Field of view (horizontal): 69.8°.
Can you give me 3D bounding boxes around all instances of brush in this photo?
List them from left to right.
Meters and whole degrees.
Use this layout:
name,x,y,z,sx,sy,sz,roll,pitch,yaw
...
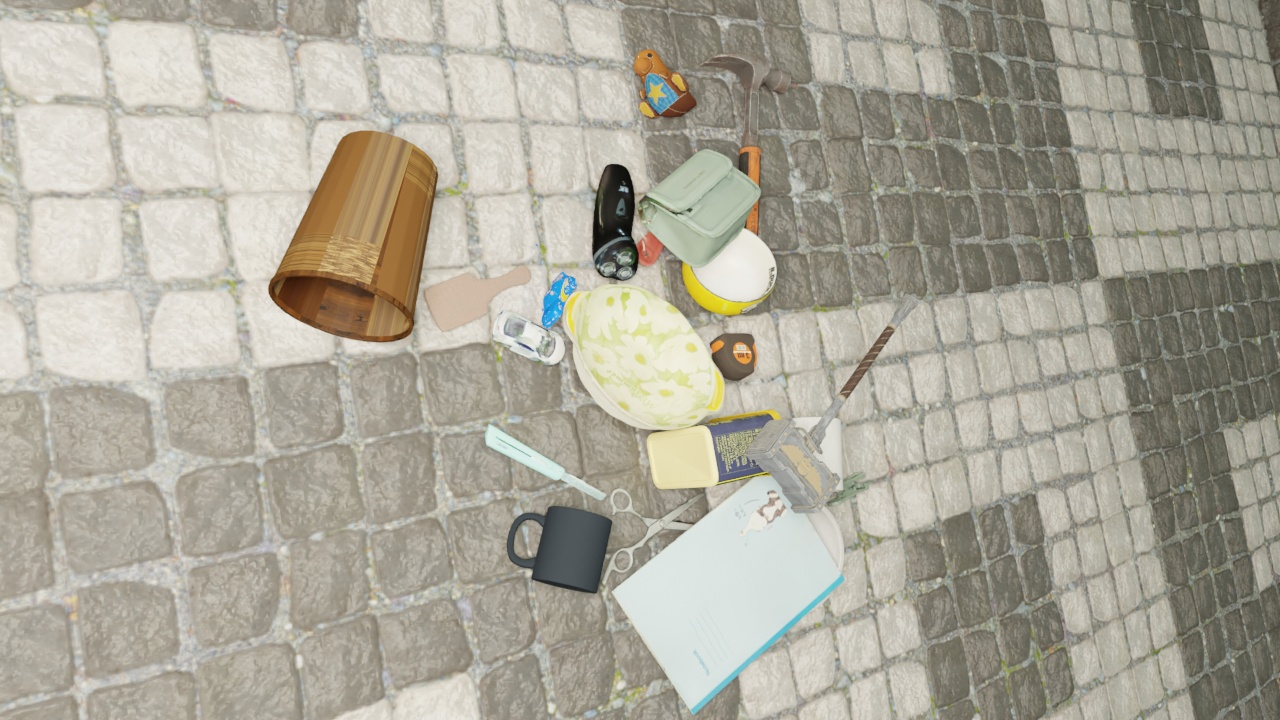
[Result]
name,x,y,z,sx,sy,sz,roll,pitch,yaw
brush,-0.174,-0.074,0.995,0.135,0.015,0.050,-29,99,-40
brush,0.035,-0.177,1.141,0.041,0.030,0.172,45,59,-19

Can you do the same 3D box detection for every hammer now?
name,x,y,z,sx,sy,sz,roll,pitch,yaw
hammer,0.136,-0.262,1.223,0.137,0.035,0.314,11,76,-32
hammer,0.245,0.026,1.061,0.098,0.044,0.321,50,61,-15

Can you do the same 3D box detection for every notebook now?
name,x,y,z,sx,sy,sz,roll,pitch,yaw
notebook,0.111,0.267,1.087,0.253,0.009,0.181,-36,100,-20

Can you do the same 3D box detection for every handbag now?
name,x,y,z,sx,sy,sz,roll,pitch,yaw
handbag,0.072,-0.186,1.096,0.106,0.067,0.121,40,59,8

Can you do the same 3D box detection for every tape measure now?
name,x,y,z,sx,sy,sz,roll,pitch,yaw
tape measure,0.119,-0.004,1.163,0.058,0.038,0.058,-2,68,-35

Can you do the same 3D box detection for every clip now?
name,x,y,z,sx,sy,sz,roll,pitch,yaw
clip,0.278,0.174,1.244,0.075,0.023,0.042,-16,89,-37

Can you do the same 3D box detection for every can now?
name,x,y,z,sx,sy,sz,roll,pitch,yaw
can,0.086,0.106,1.061,0.104,0.135,0.075,-8,85,-32

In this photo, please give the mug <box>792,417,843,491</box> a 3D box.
name,x,y,z,sx,sy,sz,roll,pitch,yaw
mug,0.232,0.126,1.200,0.110,0.074,0.090,18,69,-57

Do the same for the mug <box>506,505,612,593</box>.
name,x,y,z,sx,sy,sz,roll,pitch,yaw
mug,-0.089,0.197,0.973,0.105,0.071,0.077,14,72,-3

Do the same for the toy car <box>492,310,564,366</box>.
name,x,y,z,sx,sy,sz,roll,pitch,yaw
toy car,-0.120,-0.024,1.011,0.089,0.027,0.038,25,66,-28

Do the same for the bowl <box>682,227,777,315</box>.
name,x,y,z,sx,sy,sz,roll,pitch,yaw
bowl,0.104,-0.104,1.141,0.117,0.068,0.117,7,60,-13

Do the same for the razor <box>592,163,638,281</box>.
name,x,y,z,sx,sy,sz,roll,pitch,yaw
razor,-0.026,-0.165,1.077,0.053,0.064,0.140,8,78,-33

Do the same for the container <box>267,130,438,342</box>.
name,x,y,z,sx,sy,sz,roll,pitch,yaw
container,-0.263,-0.121,0.879,0.132,0.132,0.167,23,63,-29

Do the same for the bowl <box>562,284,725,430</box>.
name,x,y,z,sx,sy,sz,roll,pitch,yaw
bowl,-0.006,0.006,1.041,0.219,0.060,0.188,28,45,-19

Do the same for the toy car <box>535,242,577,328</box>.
name,x,y,z,sx,sy,sz,roll,pitch,yaw
toy car,-0.106,-0.085,1.023,0.062,0.033,0.091,37,40,-17

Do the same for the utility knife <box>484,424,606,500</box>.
name,x,y,z,sx,sy,sz,roll,pitch,yaw
utility knife,-0.103,0.117,1.007,0.165,0.015,0.022,33,63,-28

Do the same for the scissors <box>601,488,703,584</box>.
name,x,y,z,sx,sy,sz,roll,pitch,yaw
scissors,0.015,0.204,1.068,0.141,0.014,0.157,32,65,-21

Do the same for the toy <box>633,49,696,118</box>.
name,x,y,z,sx,sy,sz,roll,pitch,yaw
toy,0.034,-0.355,1.173,0.090,0.071,0.102,60,32,5

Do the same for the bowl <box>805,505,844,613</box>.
name,x,y,z,sx,sy,sz,roll,pitch,yaw
bowl,0.181,0.241,1.148,0.149,0.043,0.149,2,86,-23
